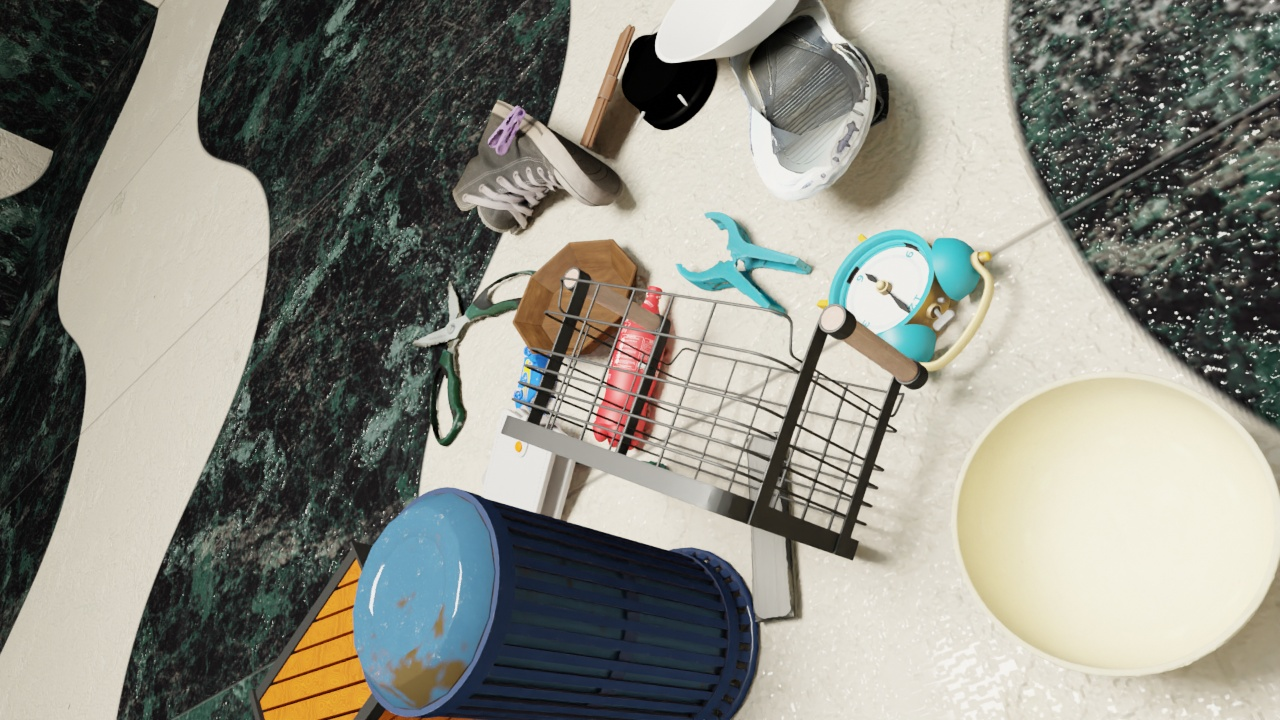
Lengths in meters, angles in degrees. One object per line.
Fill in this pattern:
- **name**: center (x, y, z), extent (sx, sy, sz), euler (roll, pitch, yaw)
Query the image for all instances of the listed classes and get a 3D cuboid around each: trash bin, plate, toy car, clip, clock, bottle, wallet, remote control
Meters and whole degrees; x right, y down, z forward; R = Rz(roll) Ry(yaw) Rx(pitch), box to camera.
- **trash bin**: center (-0.210, 0.276, 0.777), extent (0.172, 0.139, 0.139), euler (-55, 44, 10)
- **plate**: center (-0.057, -0.053, 0.851), extent (0.132, 0.025, 0.131), euler (-18, 52, 24)
- **toy car**: center (-0.084, 0.025, 0.854), extent (0.062, 0.033, 0.092), euler (5, 79, 37)
- **clip**: center (0.088, -0.096, 0.751), extent (0.130, 0.030, 0.120), euler (9, 73, 45)
- **clock**: center (0.025, -0.282, 0.882), extent (0.091, 0.042, 0.120), euler (-12, 63, 40)
- **plate**: center (0.092, -0.313, 0.798), extent (0.174, 0.036, 0.173), euler (-31, 37, 27)
- **bottle**: center (-0.005, 0.004, 0.779), extent (0.042, 0.042, 0.141), euler (3, 74, 44)
- **clip**: center (-0.131, -0.227, 0.900), extent (0.050, 0.013, 0.029), euler (-56, 41, 8)
- **wallet**: center (-0.110, 0.101, 0.826), extent (0.115, 0.037, 0.118), euler (29, 108, 46)
- **wallet**: center (-0.033, -0.270, 0.915), extent (0.087, 0.013, 0.121), euler (-115, 46, -75)
- **trash bin**: center (-0.051, 0.170, 0.596), extent (0.140, 0.249, 0.139), euler (-20, 58, 36)
- **clock**: center (0.180, -0.043, 0.628), extent (0.099, 0.043, 0.130), euler (-59, 37, 5)
- **remote control**: center (0.093, 0.116, 0.656), extent (0.033, 0.013, 0.136), euler (-20, 59, 36)

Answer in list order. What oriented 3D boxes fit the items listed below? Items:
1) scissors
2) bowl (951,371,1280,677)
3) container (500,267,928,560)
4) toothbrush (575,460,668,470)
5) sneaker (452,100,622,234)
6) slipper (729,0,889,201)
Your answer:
- **scissors**: center (-0.182, -0.009, 0.975), extent (0.202, 0.015, 0.205), euler (-17, 62, 37)
- **bowl**: center (0.249, 0.088, 0.476), extent (0.151, 0.075, 0.150), euler (-19, 60, 37)
- **container**: center (0.042, 0.028, 0.613), extent (0.242, 0.162, 0.130), euler (13, 81, 45)
- **toothbrush**: center (-0.047, 0.085, 0.803), extent (0.190, 0.017, 0.016), euler (5, 92, 46)
- **sneaker**: center (-0.109, -0.176, 0.927), extent (0.235, 0.095, 0.120), euler (38, 101, 44)
- **slipper**: center (0.135, -0.210, 0.734), extent (0.111, 0.063, 0.263), euler (-35, 38, 23)
